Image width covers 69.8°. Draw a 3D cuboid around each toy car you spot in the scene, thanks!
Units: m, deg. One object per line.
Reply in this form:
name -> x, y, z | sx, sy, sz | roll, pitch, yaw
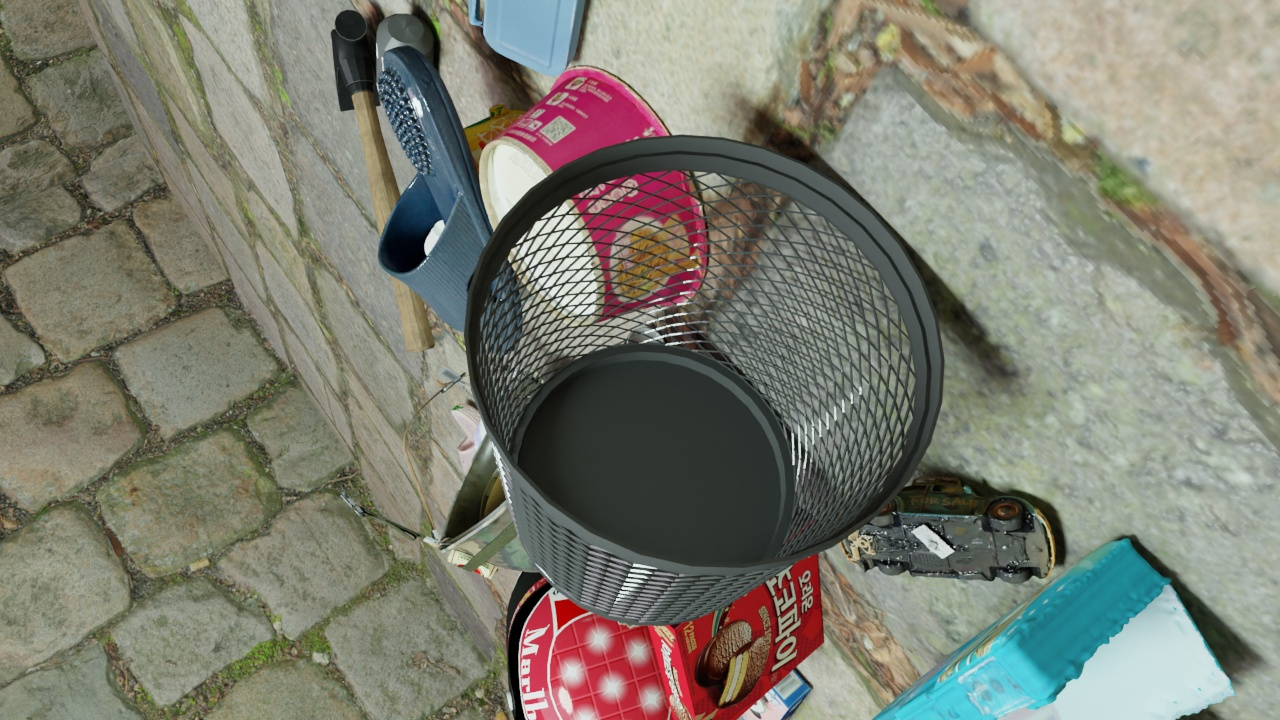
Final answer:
toy car -> 0.165, 0.088, 0.497 | 0.112, 0.047, 0.047 | -2, 122, 30

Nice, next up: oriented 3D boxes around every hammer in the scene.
hammer -> -0.244, -0.158, 0.875 | 0.132, 0.040, 0.305 | -178, 75, -73

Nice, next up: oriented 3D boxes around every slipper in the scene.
slipper -> -0.158, -0.097, 0.691 | 0.101, 0.082, 0.264 | 38, 150, 43
slipper -> -0.197, 0.169, 1.254 | 0.239, 0.064, 0.094 | 59, 156, -6

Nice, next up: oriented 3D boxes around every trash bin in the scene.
trash bin -> 0.018, 0.034, 0.515 | 0.217, 0.217, 0.228 | 50, 159, 16

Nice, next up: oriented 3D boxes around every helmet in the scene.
helmet -> -0.036, 0.301, 0.914 | 0.225, 0.197, 0.270 | 105, 149, -75
helmet -> -0.133, 0.105, 0.877 | 0.236, 0.192, 0.225 | 36, 153, -31

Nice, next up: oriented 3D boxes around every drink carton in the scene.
drink carton -> -0.102, -0.133, 0.718 | 0.041, 0.058, 0.122 | 25, 140, 51

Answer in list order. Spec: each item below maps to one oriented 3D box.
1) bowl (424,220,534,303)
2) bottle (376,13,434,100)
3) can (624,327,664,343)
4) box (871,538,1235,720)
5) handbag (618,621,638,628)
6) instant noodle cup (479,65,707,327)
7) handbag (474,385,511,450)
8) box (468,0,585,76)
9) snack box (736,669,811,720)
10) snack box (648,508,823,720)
bowl -> -0.158, -0.110, 0.837 | 0.153, 0.072, 0.154 | 44, 152, 31
bottle -> -0.203, -0.248, 0.787 | 0.047, 0.046, 0.113 | 54, 155, 9
can -> -0.004, 0.004, 0.731 | 0.031, 0.031, 0.081 | 52, 155, 12
box -> 0.212, 0.198, 0.480 | 0.117, 0.097, 0.227 | 49, 155, 23
handbag -> 0.026, 0.115, 0.715 | 0.123, 0.112, 0.172 | -115, 19, -51
instant noodle cup -> -0.042, -0.099, 0.624 | 0.178, 0.077, 0.179 | 43, 152, 29
handbag -> -0.146, 0.105, 1.085 | 0.126, 0.069, 0.159 | 68, 157, 11
box -> -0.072, -0.265, 0.522 | 0.122, 0.047, 0.210 | 50, 153, 13
snack box -> 0.109, 0.313, 0.885 | 0.088, 0.033, 0.154 | 46, 154, 25
snack box -> 0.075, 0.197, 0.687 | 0.036, 0.132, 0.152 | 34, 146, 43
